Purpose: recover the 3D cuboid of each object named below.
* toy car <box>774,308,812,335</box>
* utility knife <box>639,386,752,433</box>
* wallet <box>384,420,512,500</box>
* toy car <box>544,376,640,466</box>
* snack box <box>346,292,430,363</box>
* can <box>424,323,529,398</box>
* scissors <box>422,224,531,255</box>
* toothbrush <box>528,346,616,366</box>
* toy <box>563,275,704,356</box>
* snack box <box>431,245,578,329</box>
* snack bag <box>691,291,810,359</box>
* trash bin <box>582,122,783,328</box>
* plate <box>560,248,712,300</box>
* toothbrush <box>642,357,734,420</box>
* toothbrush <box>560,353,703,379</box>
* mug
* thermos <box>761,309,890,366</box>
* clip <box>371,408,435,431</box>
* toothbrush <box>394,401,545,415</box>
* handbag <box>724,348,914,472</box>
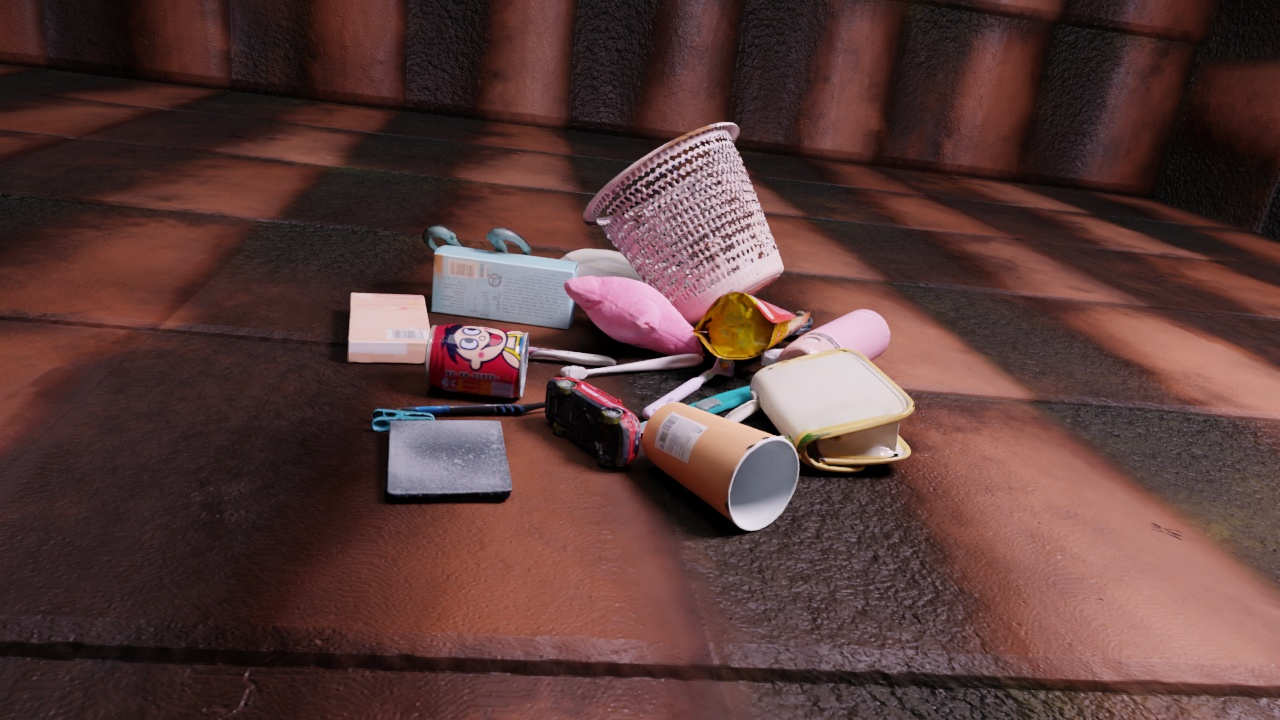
[{"bbox_3d":[0.173,-0.053,1.205,0.106,0.031,0.048,15,25,24],"label":"toy car"},{"bbox_3d":[0.067,0.047,0.928,0.029,0.013,0.208,24,26,37],"label":"utility knife"},{"bbox_3d":[-0.159,0.081,0.756,0.097,0.019,0.120,0,23,-14],"label":"wallet"},{"bbox_3d":[-0.040,0.052,0.823,0.045,0.053,0.120,-12,29,-36],"label":"toy car"},{"bbox_3d":[-0.277,-0.037,1.009,0.084,0.026,0.157,1,21,-17],"label":"snack box"},{"bbox_3d":[-0.159,0.000,0.897,0.094,0.067,0.066,6,21,-3],"label":"can"},{"bbox_3d":[-0.214,-0.134,1.173,0.169,0.019,0.178,9,-17,-9],"label":"scissors"},{"bbox_3d":[-0.119,-0.006,1.002,0.187,0.017,0.016,7,18,-9],"label":"toothbrush"},{"bbox_3d":[-0.002,-0.050,1.059,0.178,0.074,0.194,28,7,-1],"label":"toy"},{"bbox_3d":[-0.165,-0.090,1.121,0.175,0.074,0.051,8,21,-1],"label":"snack box"},{"bbox_3d":[0.128,-0.042,1.069,0.129,0.073,0.207,-8,1,16],"label":"snack bag"},{"bbox_3d":[0.071,-0.156,1.154,0.227,0.192,0.227,-30,-4,-3],"label":"trash bin"},{"bbox_3d":[-0.003,-0.116,1.305,0.266,0.034,0.161,18,23,24],"label":"plate"},{"bbox_3d":[0.053,0.029,0.968,0.021,0.029,0.188,-28,1,35],"label":"toothbrush"},{"bbox_3d":[-0.006,0.006,1.011,0.179,0.016,0.016,-6,19,-31],"label":"toothbrush"},{"bbox_3d":[0.060,0.080,0.761,0.078,0.078,0.123,-9,22,-38],"label":"mug"},{"bbox_3d":[0.216,-0.012,1.070,0.087,0.067,0.198,12,21,34],"label":"thermos"},{"bbox_3d":[-0.210,0.053,0.814,0.057,0.015,0.048,4,19,-13],"label":"clip"},{"bbox_3d":[-0.133,0.047,0.860,0.189,0.014,0.016,-1,46,-20],"label":"toothbrush"},{"bbox_3d":[0.157,0.057,0.894,0.178,0.063,0.163,-11,23,-7],"label":"handbag"}]
